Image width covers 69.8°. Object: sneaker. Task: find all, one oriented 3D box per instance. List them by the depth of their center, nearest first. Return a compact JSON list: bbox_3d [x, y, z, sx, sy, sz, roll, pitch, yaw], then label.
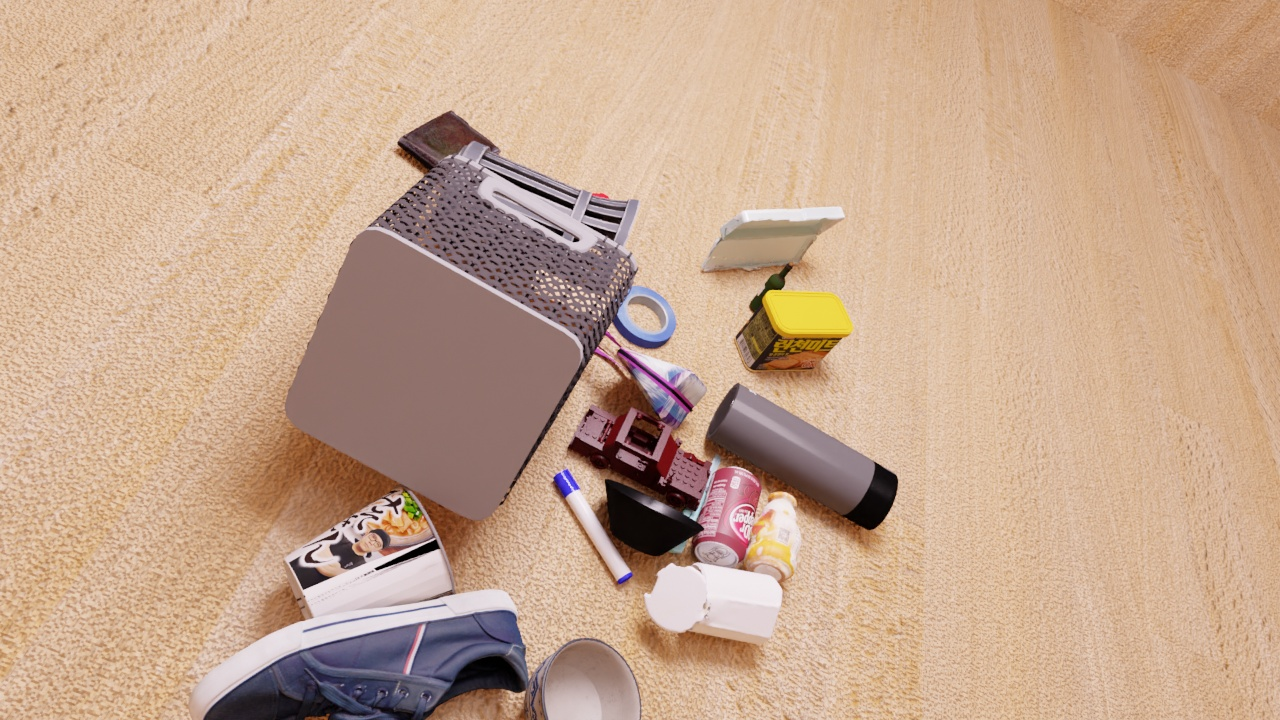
[{"bbox_3d":[-0.228,0.294,0.800,0.294,0.121,0.127,-3,45,-33],"label":"sneaker"}]

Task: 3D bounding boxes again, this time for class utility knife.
[{"bbox_3d":[0.067,0.171,1.112,0.022,0.016,0.168,35,44,-2],"label":"utility knife"}]

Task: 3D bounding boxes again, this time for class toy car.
[{"bbox_3d":[0.006,0.108,1.087,0.170,0.062,0.070,27,48,-1],"label":"toy car"}]

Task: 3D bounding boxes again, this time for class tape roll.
[{"bbox_3d":[0.004,-0.060,1.250,0.093,0.016,0.091,40,47,4],"label":"tape roll"}]

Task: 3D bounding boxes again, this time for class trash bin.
[{"bbox_3d":[-0.137,-0.172,1.169,0.227,0.165,0.163,22,48,-7],"label":"trash bin"}]

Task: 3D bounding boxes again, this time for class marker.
[{"bbox_3d":[-0.053,0.185,1.031,0.020,0.020,0.141,-20,67,-37],"label":"marker"}]

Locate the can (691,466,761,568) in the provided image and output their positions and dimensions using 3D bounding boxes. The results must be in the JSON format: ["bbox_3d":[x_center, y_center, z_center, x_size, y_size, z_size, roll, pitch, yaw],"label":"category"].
[{"bbox_3d":[0.102,0.184,1.084,0.063,0.063,0.113,28,47,-6],"label":"can"}]

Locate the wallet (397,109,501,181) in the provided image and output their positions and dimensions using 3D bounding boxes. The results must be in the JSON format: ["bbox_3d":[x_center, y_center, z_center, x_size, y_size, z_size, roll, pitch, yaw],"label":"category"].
[{"bbox_3d":[-0.265,-0.296,1.283,0.099,0.031,0.119,39,45,0],"label":"wallet"}]

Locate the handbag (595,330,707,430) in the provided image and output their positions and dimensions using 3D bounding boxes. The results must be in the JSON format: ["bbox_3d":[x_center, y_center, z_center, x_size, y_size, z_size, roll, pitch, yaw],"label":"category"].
[{"bbox_3d":[-0.007,0.007,1.143,0.170,0.144,0.068,37,86,25],"label":"handbag"}]

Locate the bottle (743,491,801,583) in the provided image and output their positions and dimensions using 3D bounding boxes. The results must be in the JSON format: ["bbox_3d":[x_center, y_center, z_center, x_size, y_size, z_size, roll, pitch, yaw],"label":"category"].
[{"bbox_3d":[0.161,0.209,1.096,0.063,0.063,0.108,27,48,-7],"label":"bottle"}]

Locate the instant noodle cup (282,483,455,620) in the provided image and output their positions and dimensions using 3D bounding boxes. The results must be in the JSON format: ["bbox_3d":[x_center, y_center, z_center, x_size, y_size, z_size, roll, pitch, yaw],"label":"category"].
[{"bbox_3d":[-0.257,0.197,0.857,0.121,0.124,0.123,-23,69,-28],"label":"instant noodle cup"}]

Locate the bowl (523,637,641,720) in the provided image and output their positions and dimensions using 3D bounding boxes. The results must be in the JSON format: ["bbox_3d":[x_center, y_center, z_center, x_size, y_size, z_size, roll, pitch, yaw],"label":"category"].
[{"bbox_3d":[-0.062,0.331,0.879,0.115,0.059,0.115,24,49,-31],"label":"bowl"}]

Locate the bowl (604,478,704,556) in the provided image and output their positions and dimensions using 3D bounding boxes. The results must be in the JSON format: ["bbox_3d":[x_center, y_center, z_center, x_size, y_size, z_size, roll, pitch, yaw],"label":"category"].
[{"bbox_3d":[0.004,0.184,1.024,0.124,0.124,0.052,26,87,-8],"label":"bowl"}]

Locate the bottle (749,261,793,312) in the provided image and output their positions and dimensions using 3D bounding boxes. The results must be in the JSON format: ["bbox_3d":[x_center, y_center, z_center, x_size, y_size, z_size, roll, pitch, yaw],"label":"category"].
[{"bbox_3d":[0.192,-0.107,1.324,0.025,0.106,0.025,14,50,-18],"label":"bottle"}]

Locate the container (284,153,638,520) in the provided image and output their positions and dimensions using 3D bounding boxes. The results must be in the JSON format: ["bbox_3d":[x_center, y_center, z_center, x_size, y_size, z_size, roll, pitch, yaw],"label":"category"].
[{"bbox_3d":[-0.173,-0.026,0.921,0.247,0.246,0.243,29,24,-5],"label":"container"}]

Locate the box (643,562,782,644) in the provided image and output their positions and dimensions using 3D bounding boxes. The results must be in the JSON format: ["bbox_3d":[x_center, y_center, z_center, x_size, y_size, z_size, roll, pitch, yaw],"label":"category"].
[{"bbox_3d":[0.076,0.260,0.996,0.161,0.081,0.092,14,9,-15],"label":"box"}]

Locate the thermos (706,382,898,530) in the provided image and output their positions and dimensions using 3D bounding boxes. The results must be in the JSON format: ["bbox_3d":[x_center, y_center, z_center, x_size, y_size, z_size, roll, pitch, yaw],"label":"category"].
[{"bbox_3d":[0.208,0.123,1.174,0.240,0.082,0.082,30,47,-4],"label":"thermos"}]

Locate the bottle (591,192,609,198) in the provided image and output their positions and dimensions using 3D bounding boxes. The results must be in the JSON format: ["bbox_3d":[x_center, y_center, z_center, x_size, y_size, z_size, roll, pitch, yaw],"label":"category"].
[{"bbox_3d":[-0.107,-0.218,1.295,0.141,0.042,0.042,-2,57,-29],"label":"bottle"}]

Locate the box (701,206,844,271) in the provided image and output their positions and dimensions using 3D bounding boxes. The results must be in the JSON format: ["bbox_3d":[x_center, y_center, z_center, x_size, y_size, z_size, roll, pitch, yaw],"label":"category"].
[{"bbox_3d":[0.195,-0.185,1.364,0.196,0.136,0.043,-7,65,-32],"label":"box"}]

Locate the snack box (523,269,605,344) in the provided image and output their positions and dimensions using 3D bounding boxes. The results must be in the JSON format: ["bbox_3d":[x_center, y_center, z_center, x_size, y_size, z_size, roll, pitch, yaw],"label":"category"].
[{"bbox_3d":[-0.107,-0.040,1.102,0.088,0.126,0.040,24,48,-9],"label":"snack box"}]

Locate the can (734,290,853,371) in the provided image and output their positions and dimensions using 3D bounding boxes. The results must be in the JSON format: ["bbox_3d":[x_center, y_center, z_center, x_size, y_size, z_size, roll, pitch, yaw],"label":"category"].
[{"bbox_3d":[0.212,-0.038,1.286,0.130,0.101,0.072,-1,56,-28],"label":"can"}]
